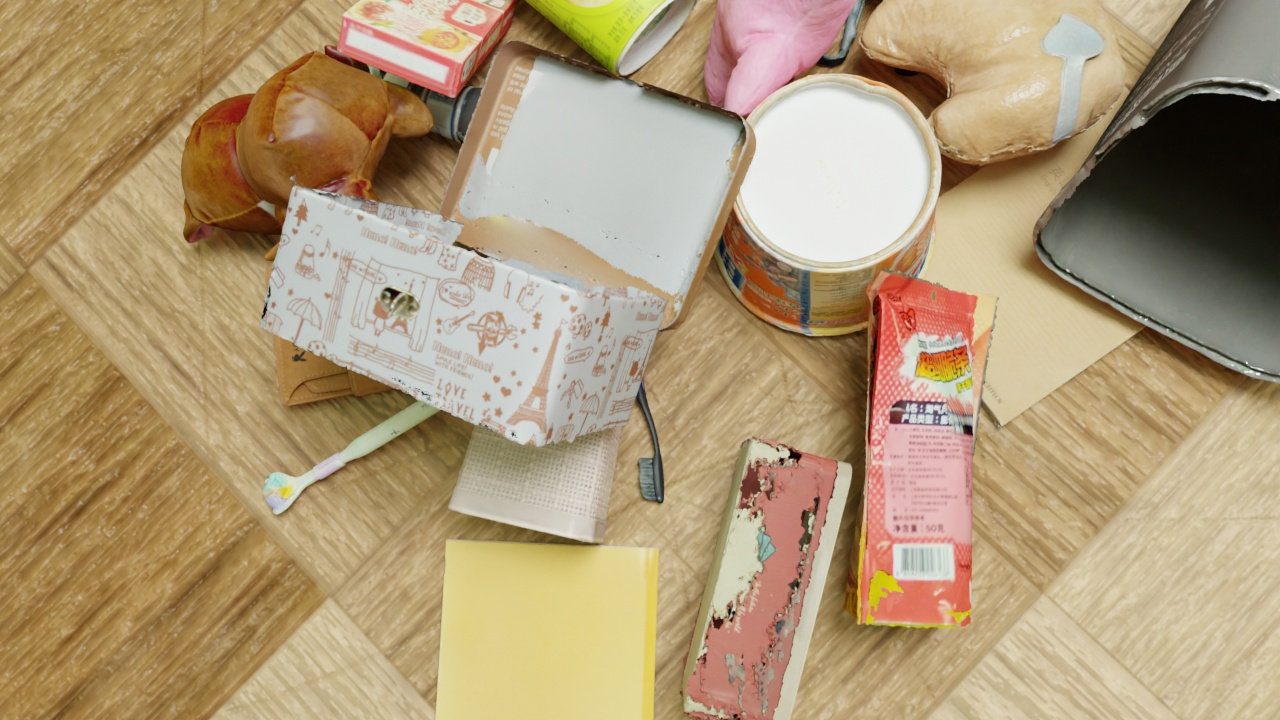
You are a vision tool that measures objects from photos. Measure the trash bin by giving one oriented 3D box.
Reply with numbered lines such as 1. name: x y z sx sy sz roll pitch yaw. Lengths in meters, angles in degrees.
1. trash bin: 0.379 -0.139 0.523 0.198 0.199 0.219 30 72 7

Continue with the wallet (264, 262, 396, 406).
1. wallet: -0.189 -0.029 0.635 0.132 0.031 0.107 -11 80 4

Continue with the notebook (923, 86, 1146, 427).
1. notebook: 0.281 -0.076 0.617 0.211 0.012 0.149 -34 80 -1

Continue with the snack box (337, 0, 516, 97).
1. snack box: -0.134 -0.224 0.603 0.075 0.152 0.026 21 127 -6

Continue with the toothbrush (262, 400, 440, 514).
1. toothbrush: -0.174 0.049 0.605 0.190 0.020 0.029 -29 69 14

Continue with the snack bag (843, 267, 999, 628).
1. snack bag: 0.171 0.054 0.558 0.073 0.128 0.208 3 88 49

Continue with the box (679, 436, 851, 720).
1. box: 0.066 0.133 0.562 0.077 0.091 0.168 15 83 2

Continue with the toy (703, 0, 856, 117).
1. toy: 0.088 -0.235 0.594 0.074 0.179 0.194 24 48 -16

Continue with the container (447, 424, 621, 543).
1. container: -0.058 0.052 0.585 0.090 0.090 0.110 12 80 6

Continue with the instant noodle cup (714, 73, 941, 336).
1. instant noodle cup: 0.117 -0.099 0.576 0.151 0.111 0.151 -1 80 8

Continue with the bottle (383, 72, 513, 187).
1. bottle: -0.086 -0.159 0.635 0.195 0.044 0.080 18 102 8

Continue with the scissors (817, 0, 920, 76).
1. scissors: 0.175 -0.278 0.654 0.163 0.014 0.165 -38 79 -4

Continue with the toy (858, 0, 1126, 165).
1. toy: 0.213 -0.228 0.594 0.143 0.083 0.226 -22 67 -8

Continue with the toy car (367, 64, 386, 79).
1. toy car: -0.195 -0.213 0.659 0.042 0.035 0.090 12 85 7

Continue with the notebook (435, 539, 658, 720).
1. notebook: -0.063 0.224 0.599 0.146 0.010 0.206 1 82 4

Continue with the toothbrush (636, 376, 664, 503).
1. toothbrush: -0.004 0.004 0.625 0.017 0.014 0.189 -11 81 14

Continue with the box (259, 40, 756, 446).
1. box: -0.068 -0.075 0.489 0.181 0.157 0.205 25 96 21

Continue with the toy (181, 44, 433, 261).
1. toy: -0.227 -0.130 0.601 0.200 0.130 0.140 1 61 35

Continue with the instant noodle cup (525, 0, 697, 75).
1. instant noodle cup: -0.028 -0.265 0.623 0.111 0.112 0.123 -44 89 -3
